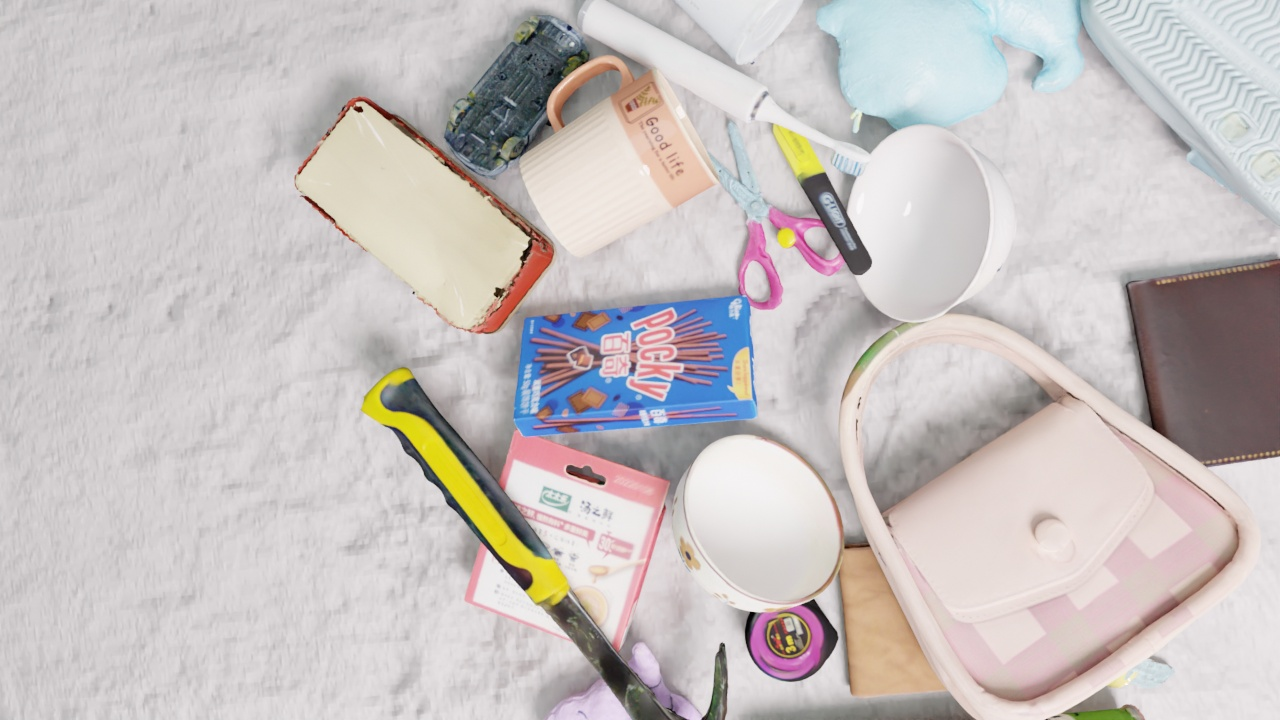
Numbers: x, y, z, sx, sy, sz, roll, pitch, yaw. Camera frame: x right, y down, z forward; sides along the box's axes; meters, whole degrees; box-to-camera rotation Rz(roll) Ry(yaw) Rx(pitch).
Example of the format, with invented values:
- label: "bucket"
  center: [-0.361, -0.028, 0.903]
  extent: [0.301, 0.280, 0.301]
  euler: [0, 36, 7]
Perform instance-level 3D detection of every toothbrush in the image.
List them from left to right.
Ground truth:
- label: "toothbrush"
  center: [0.053, -0.181, 0.603]
  extent: [0.221, 0.026, 0.026]
  euler: [33, 138, 14]

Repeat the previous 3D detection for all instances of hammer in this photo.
- label: "hammer"
  center: [-0.066, 0.135, 0.595]
  extent: [0.126, 0.032, 0.323]
  euler: [-41, 84, 10]

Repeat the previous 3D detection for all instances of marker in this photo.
- label: "marker"
  center: [0.118, -0.109, 0.596]
  extent: [0.018, 0.015, 0.124]
  euler: [-24, 72, 1]

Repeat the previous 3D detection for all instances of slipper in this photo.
- label: "slipper"
  center: [0.362, -0.152, 0.539]
  extent: [0.104, 0.074, 0.245]
  euler: [-45, 78, 9]

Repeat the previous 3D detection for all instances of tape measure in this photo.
- label: "tape measure"
  center: [0.098, 0.181, 0.610]
  extent: [0.058, 0.039, 0.057]
  euler: [-37, 85, 4]

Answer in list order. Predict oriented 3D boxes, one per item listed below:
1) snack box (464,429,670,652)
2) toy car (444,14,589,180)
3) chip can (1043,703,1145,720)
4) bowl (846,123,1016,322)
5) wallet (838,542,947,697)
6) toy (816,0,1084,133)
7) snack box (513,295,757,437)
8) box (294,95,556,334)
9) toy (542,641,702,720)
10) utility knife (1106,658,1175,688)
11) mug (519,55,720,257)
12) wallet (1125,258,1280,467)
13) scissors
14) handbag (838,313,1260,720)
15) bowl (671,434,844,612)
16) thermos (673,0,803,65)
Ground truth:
- label: "snack box"
  center: [-0.047, 0.121, 0.630]
  extent: [0.113, 0.044, 0.127]
  euler: [18, 95, 10]
- label: "toy car"
  center: [-0.085, -0.182, 0.636]
  extent: [0.054, 0.037, 0.120]
  euler: [36, 87, 8]
- label: "chip can"
  center: [0.195, 0.265, 0.577]
  extent: [0.236, 0.072, 0.072]
  euler: [-9, 89, 10]
- label: "bowl"
  center: [0.190, -0.084, 0.567]
  extent: [0.064, 0.118, 0.118]
  euler: [-5, 90, -28]
- label: "wallet"
  center: [0.191, 0.167, 0.604]
  extent: [0.115, 0.020, 0.101]
  euler: [-7, 91, 7]
- label: "toy"
  center: [0.195, -0.202, 0.580]
  extent: [0.161, 0.050, 0.156]
  euler: [33, 89, 0]
- label: "snack box"
  center: [-0.004, 0.004, 0.609]
  extent: [0.157, 0.026, 0.084]
  euler: [-6, 55, 10]
- label: "box"
  center: [-0.149, -0.096, 0.627]
  extent: [0.168, 0.079, 0.091]
  euler: [40, 96, 8]
- label: "toy"
  center: [-0.018, 0.248, 0.632]
  extent: [0.108, 0.039, 0.084]
  euler: [-35, 106, 7]
- label: "utility knife"
  center: [0.253, 0.179, 0.586]
  extent: [0.173, 0.019, 0.031]
  euler: [15, 96, -2]
- label: "mug"
  center: [-0.021, -0.140, 0.601]
  extent: [0.106, 0.081, 0.114]
  euler: [-29, 79, 14]
- label: "wallet"
  center: [0.362, 0.003, 0.570]
  extent: [0.096, 0.020, 0.122]
  euler: [-9, 88, 5]
- label: "scissors"
  center: [0.072, -0.095, 0.621]
  extent: [0.137, 0.017, 0.096]
  euler: [46, 107, 12]
- label: "handbag"
  center: [0.219, 0.079, 0.556]
  extent: [0.193, 0.093, 0.234]
  euler: [-33, 75, -4]
- label: "bowl"
  center: [0.067, 0.112, 0.591]
  extent: [0.113, 0.113, 0.062]
  euler: [43, 139, 7]
- label: "thermos"
  center: [0.009, -0.291, 0.602]
  extent: [0.220, 0.070, 0.070]
  euler: [45, 98, 6]
